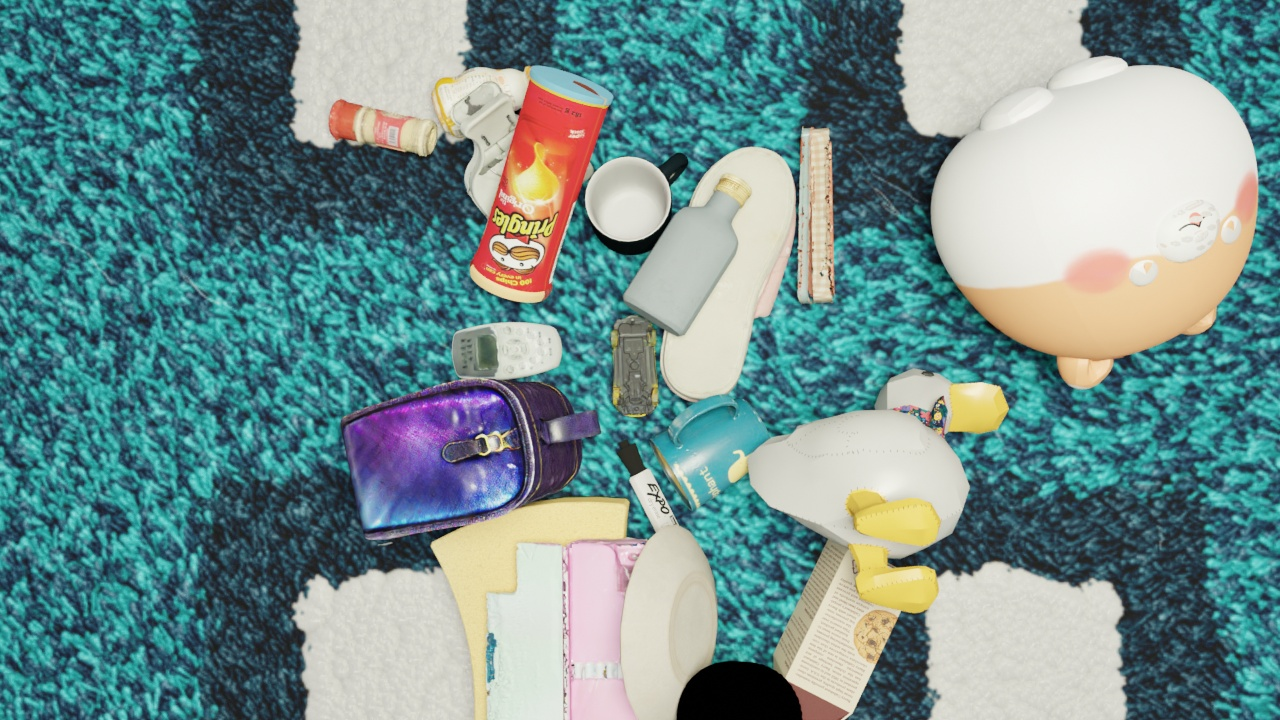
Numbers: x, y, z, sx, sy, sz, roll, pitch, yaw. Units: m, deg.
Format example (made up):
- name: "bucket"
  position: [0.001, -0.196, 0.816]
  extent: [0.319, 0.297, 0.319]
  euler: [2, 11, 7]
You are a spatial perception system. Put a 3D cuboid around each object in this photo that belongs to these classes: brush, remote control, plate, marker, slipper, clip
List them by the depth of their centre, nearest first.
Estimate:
- name: "plate"
  position: [0.038, 0.252, 0.866]
  extent: [0.027, 0.188, 0.188]
  euler: [-3, 86, 29]
- name: "brush"
  position: [-0.087, 0.267, 0.920]
  extent: [0.195, 0.075, 0.250]
  euler: [-11, 86, 1]
- name: "clip"
  position: [-0.133, -0.214, 0.946]
  extent: [0.125, 0.081, 0.147]
  euler: [-39, 125, -3]
- name: "slipper"
  position: [0.088, -0.089, 0.947]
  extent: [0.114, 0.054, 0.274]
  euler: [17, 83, 4]
- name: "marker"
  position: [0.010, 0.140, 0.950]
  extent: [0.025, 0.025, 0.126]
  euler: [-27, 86, 0]
- name: "remote control"
  position: [-0.140, -0.010, 0.963]
  extent: [0.114, 0.028, 0.060]
  euler: [-3, 86, 2]

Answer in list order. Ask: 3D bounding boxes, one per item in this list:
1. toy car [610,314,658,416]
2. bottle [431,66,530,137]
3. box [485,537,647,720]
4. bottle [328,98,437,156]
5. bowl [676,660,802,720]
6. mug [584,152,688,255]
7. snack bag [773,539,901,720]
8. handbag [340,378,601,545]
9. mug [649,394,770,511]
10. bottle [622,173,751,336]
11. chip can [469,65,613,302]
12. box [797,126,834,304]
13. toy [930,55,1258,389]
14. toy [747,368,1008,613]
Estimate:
- name: "toy car"
  position: [-0.006, 0.006, 0.956]
  extent: [0.049, 0.030, 0.107]
  euler: [-1, 89, 3]
- name: "bottle"
  position: [-0.161, -0.276, 0.963]
  extent: [0.108, 0.063, 0.063]
  euler: [-16, 86, 0]
- name: "box"
  position: [-0.067, 0.284, 0.861]
  extent: [0.159, 0.035, 0.230]
  euler: [-1, 87, 2]
- name: "bottle"
  position: [-0.273, -0.247, 0.976]
  extent: [0.109, 0.044, 0.044]
  euler: [12, 87, 3]
- name: "bowl"
  position: [0.097, 0.326, 0.833]
  extent: [0.115, 0.062, 0.115]
  euler: [-2, 85, 26]
- name: "mug"
  position: [0.002, -0.166, 0.935]
  extent: [0.121, 0.094, 0.085]
  euler: [-44, 86, -1]
- name: "snack bag"
  position: [0.181, 0.285, 0.900]
  extent: [0.070, 0.094, 0.206]
  euler: [26, 88, 3]
- name: "handbag"
  position: [-0.147, 0.084, 0.874]
  extent: [0.222, 0.204, 0.125]
  euler: [-14, 86, 7]
- name: "mug"
  position: [0.070, 0.079, 0.912]
  extent: [0.104, 0.112, 0.084]
  euler: [-29, 47, -8]
- name: "bottle"
  position: [0.054, -0.108, 0.899]
  extent: [0.072, 0.046, 0.161]
  euler: [32, 85, 6]
- name: "chip can"
  position: [-0.099, -0.169, 0.899]
  extent: [0.087, 0.086, 0.214]
  euler: [23, 116, 3]
- name: "box"
  position: [0.187, -0.151, 0.952]
  extent: [0.058, 0.053, 0.186]
  euler: [3, 86, -39]
- name: "toy"
  position: [0.414, -0.125, 0.837]
  extent: [0.263, 0.265, 0.281]
  euler: [-26, 101, -2]
- name: "toy"
  position: [0.223, 0.096, 0.851]
  extent: [0.247, 0.266, 0.141]
  euler: [-2, 122, 13]
